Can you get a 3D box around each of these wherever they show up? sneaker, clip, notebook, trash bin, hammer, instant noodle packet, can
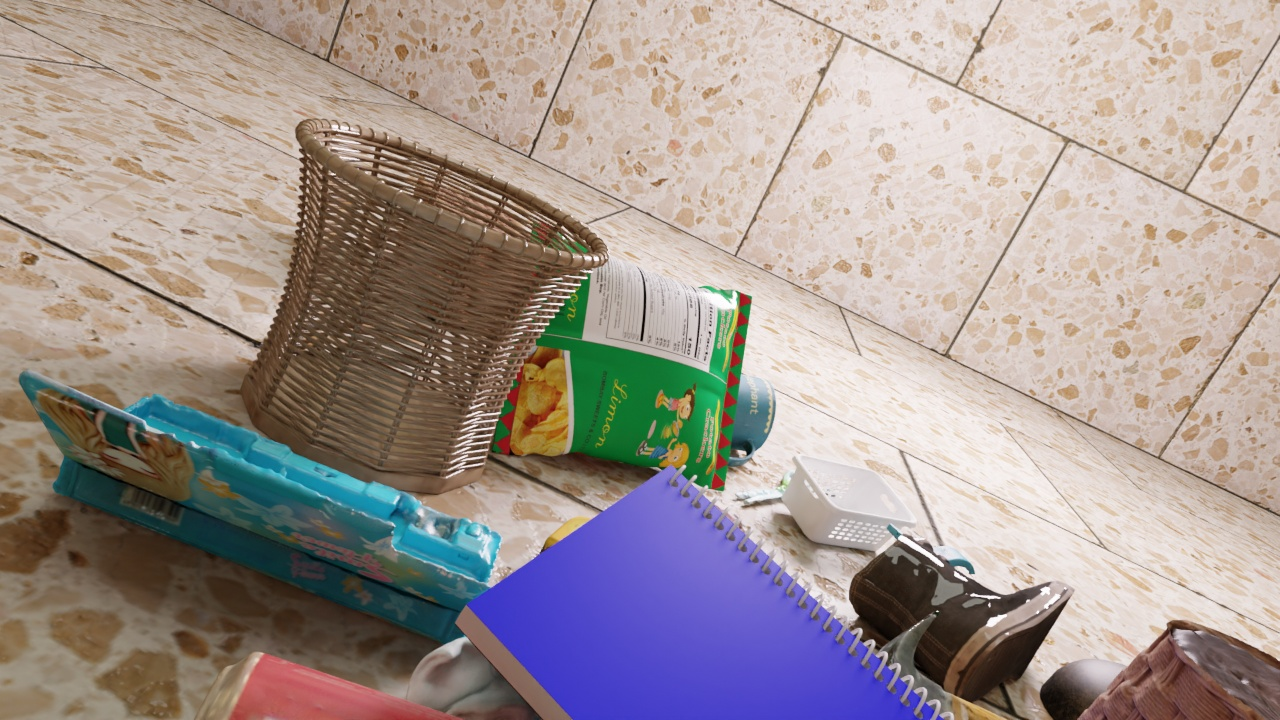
[{"bbox_3d":[0.275,0.205,0.772,0.234,0.095,0.120,-2,30,-45],"label":"sneaker"},{"bbox_3d":[0.262,0.178,0.835,0.126,0.113,0.028,31,13,-34],"label":"clip"},{"bbox_3d":[0.048,0.148,0.408,0.209,0.022,0.171,42,33,16],"label":"notebook"},{"bbox_3d":[0.205,0.219,0.367,0.151,0.210,0.151,24,14,-7],"label":"trash bin"},{"bbox_3d":[0.289,0.273,0.615,0.330,0.033,0.132,26,39,-16],"label":"hammer"},{"bbox_3d":[-0.005,0.005,0.828,0.252,0.195,0.090,15,-9,-35],"label":"instant noodle packet"},{"bbox_3d":[-0.086,0.168,0.349,0.170,0.067,0.067,22,15,-10],"label":"can"}]

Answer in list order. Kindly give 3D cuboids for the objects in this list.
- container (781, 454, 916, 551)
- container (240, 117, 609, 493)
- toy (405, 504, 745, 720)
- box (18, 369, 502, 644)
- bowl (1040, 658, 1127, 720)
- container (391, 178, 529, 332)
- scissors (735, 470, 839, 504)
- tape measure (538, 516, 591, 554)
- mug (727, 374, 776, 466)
[{"bbox_3d":[0.200,0.144,0.906,0.129,0.050,0.080,15,28,-34],"label":"container"},{"bbox_3d":[-0.165,-0.038,0.671,0.227,0.196,0.226,23,15,-7],"label":"container"},{"bbox_3d":[-0.039,0.153,0.483,0.106,0.131,0.205,-3,2,42],"label":"toy"},{"bbox_3d":[-0.186,0.082,0.477,0.227,0.074,0.181,24,-8,-6],"label":"box"},{"bbox_3d":[0.400,0.286,0.751,0.121,0.056,0.121,23,15,-7],"label":"bowl"},{"bbox_3d":[-0.202,-0.119,1.052,0.113,0.113,0.198,16,18,-32],"label":"container"},{"bbox_3d":[0.151,0.137,0.941,0.072,0.033,0.175,38,24,32],"label":"scissors"},{"bbox_3d":[-0.031,0.134,0.626,0.059,0.030,0.068,28,17,11],"label":"tape measure"},{"bbox_3d":[0.082,0.062,0.982,0.104,0.085,0.112,13,47,-22],"label":"mug"}]
